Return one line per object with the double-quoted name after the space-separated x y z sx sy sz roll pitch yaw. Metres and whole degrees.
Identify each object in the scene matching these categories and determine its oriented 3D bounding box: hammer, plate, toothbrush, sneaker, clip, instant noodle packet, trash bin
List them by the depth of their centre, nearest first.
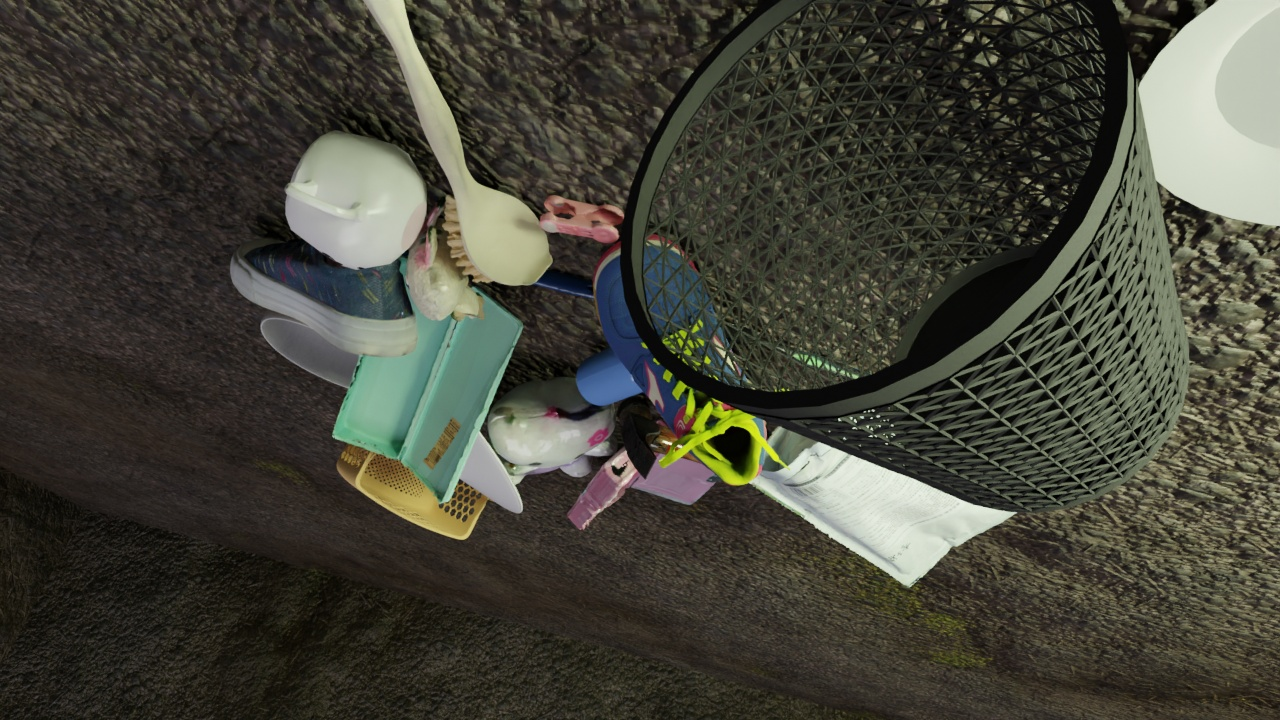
0.307 -0.116 0.390 0.173 0.019 0.173 14 155 6 "plate"
0.151 -0.036 0.450 0.217 0.216 0.243 -6 154 40 "trash bin"
-0.039 -0.105 0.641 0.059 0.041 0.023 6 159 -1 "clip"
0.043 0.008 0.692 0.116 0.091 0.242 -23 133 13 "sneaker"
-0.121 -0.076 0.745 0.190 0.016 0.017 14 163 5 "toothbrush"
0.151 0.005 0.746 0.188 0.014 0.017 19 168 -5 "toothbrush"
-0.256 -0.074 0.748 0.236 0.079 0.087 24 -158 39 "sneaker"
0.235 0.129 0.886 0.269 0.057 0.147 33 120 -31 "instant noodle packet"
0.137 0.119 0.916 0.330 0.033 0.120 18 -159 -16 "hammer"
-0.211 0.082 0.975 0.229 0.030 0.230 42 158 21 "plate"

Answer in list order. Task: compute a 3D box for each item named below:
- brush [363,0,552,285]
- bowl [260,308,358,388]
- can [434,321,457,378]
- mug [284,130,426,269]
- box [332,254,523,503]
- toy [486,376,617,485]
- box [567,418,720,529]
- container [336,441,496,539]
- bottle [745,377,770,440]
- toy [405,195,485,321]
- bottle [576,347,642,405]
-0.121 -0.140 0.574 0.077 0.061 0.272 14 151 21 "brush"
-0.289 -0.029 0.882 0.132 0.064 0.132 17 154 8 "bowl"
-0.179 -0.014 0.859 0.099 0.058 0.054 29 153 -26 "can"
-0.192 -0.105 0.616 0.076 0.090 0.123 25 -169 0 "mug"
-0.183 0.015 0.796 0.138 0.187 0.056 29 -159 5 "box"
-0.093 0.076 0.959 0.137 0.085 0.210 -6 161 -13 "toy"
0.008 0.128 1.052 0.172 0.075 0.234 -9 161 -19 "box"
-0.263 0.139 1.145 0.167 0.129 0.183 7 156 46 "container"
0.094 0.053 0.848 0.043 0.042 0.110 7 153 20 "bottle"
-0.151 -0.069 0.695 0.050 0.087 0.112 -4 143 -2 "toy"
-0.005 0.005 0.801 0.048 0.048 0.131 29 153 -25 "bottle"
